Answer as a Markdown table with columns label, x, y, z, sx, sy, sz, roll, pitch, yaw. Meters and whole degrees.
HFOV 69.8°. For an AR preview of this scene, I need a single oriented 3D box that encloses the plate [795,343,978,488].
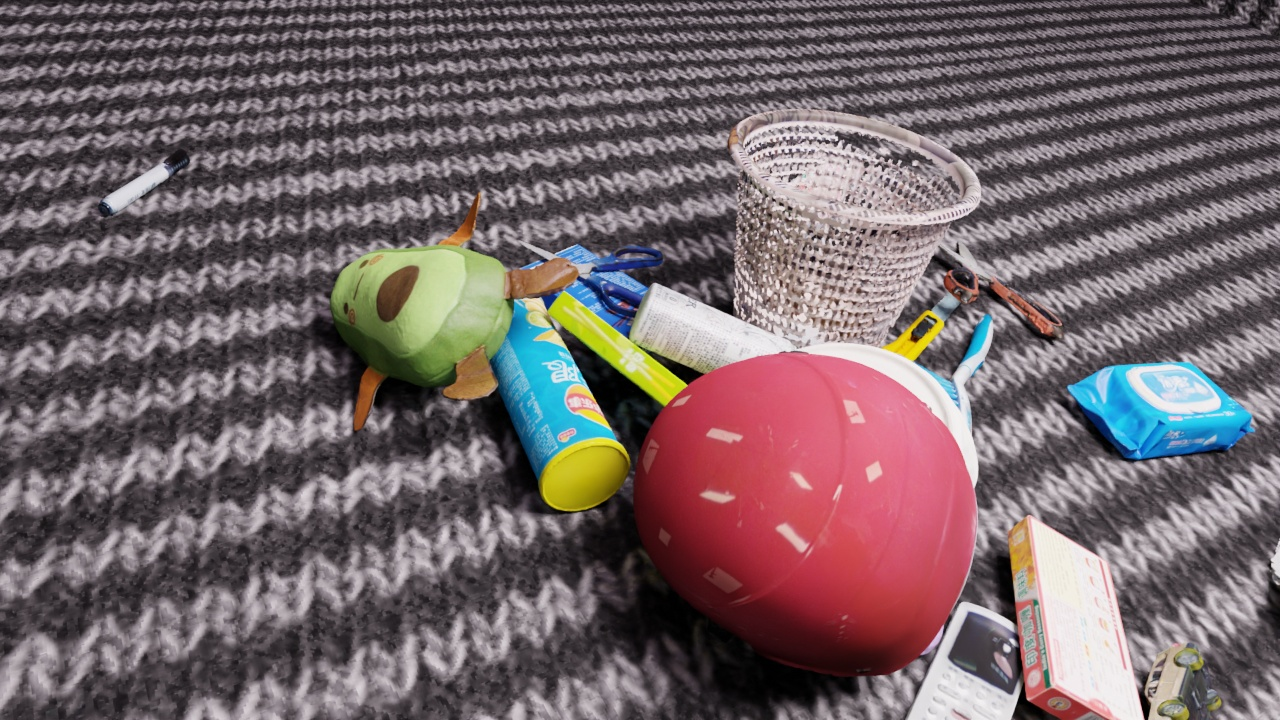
| label | x | y | z | sx | sy | sz | roll | pitch | yaw |
| --- | --- | --- | --- | --- | --- | --- | --- | --- | --- |
| plate | 0.153 | 0.064 | 0.716 | 0.205 | 0.046 | 0.204 | -7 | 48 | 8 |

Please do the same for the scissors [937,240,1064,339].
| label | x | y | z | sx | sy | sz | roll | pitch | yaw |
| --- | --- | --- | --- | --- | --- | --- | --- | --- | --- |
| scissors | 0.386 | -0.091 | 1.033 | 0.189 | 0.015 | 0.225 | 29 | 29 | 7 |

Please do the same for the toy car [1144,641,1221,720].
| label | x | y | z | sx | sy | sz | roll | pitch | yaw |
| --- | --- | --- | --- | --- | --- | --- | --- | --- | --- |
| toy car | 0.362 | 0.232 | 0.618 | 0.090 | 0.035 | 0.042 | -37 | 102 | -44 |

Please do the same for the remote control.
| label | x | y | z | sx | sy | sz | roll | pitch | yaw |
| --- | --- | --- | --- | --- | --- | --- | --- | --- | --- |
| remote control | 0.218 | 0.223 | 0.611 | 0.058 | 0.021 | 0.149 | 28 | 41 | 20 |

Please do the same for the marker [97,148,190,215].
| label | x | y | z | sx | sy | sz | roll | pitch | yaw |
| --- | --- | --- | --- | --- | --- | --- | --- | --- | --- |
| marker | -0.514 | -0.187 | 0.954 | 0.018 | 0.023 | 0.130 | 20 | 37 | 1 |

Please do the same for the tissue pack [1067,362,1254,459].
| label | x | y | z | sx | sy | sz | roll | pitch | yaw |
| --- | --- | --- | --- | --- | --- | --- | --- | --- | --- |
| tissue pack | 0.497 | 0.044 | 0.876 | 0.157 | 0.052 | 0.095 | -4 | 40 | -18 |

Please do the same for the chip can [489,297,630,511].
| label | x | y | z | sx | sy | sz | roll | pitch | yaw |
| --- | --- | --- | --- | --- | --- | --- | --- | --- | --- |
| chip can | -0.079 | 0.024 | 0.751 | 0.071 | 0.071 | 0.210 | -8 | 41 | -22 |

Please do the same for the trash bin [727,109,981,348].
| label | x | y | z | sx | sy | sz | roll | pitch | yaw |
| --- | --- | --- | --- | --- | --- | --- | --- | --- | --- |
| trash bin | 0.178 | -0.106 | 0.870 | 0.227 | 0.192 | 0.227 | 6 | 36 | -5 |

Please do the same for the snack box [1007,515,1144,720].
| label | x | y | z | sx | sy | sz | roll | pitch | yaw |
| --- | --- | --- | --- | --- | --- | --- | --- | --- | --- |
| snack box | 0.307 | 0.188 | 0.653 | 0.077 | 0.027 | 0.155 | 30 | 38 | -6 |

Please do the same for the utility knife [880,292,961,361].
| label | x | y | z | sx | sy | sz | roll | pitch | yaw |
| --- | --- | --- | --- | --- | --- | --- | --- | --- | --- |
| utility knife | 0.288 | -0.030 | 0.951 | 0.033 | 0.015 | 0.218 | 31 | 43 | 22 |

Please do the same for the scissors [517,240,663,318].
| label | x | y | z | sx | sy | sz | roll | pitch | yaw |
| --- | --- | --- | --- | --- | --- | --- | --- | --- | --- |
| scissors | -0.046 | -0.086 | 0.900 | 0.175 | 0.012 | 0.162 | -19 | 47 | -32 |

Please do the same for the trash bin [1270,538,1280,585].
| label | x | y | z | sx | sy | sz | roll | pitch | yaw |
| --- | --- | --- | --- | --- | --- | --- | --- | --- | --- |
| trash bin | 0.653 | 0.151 | 0.657 | 0.252 | 0.230 | 0.228 | 38 | 45 | 22 |

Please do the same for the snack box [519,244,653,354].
| label | x | y | z | sx | sy | sz | roll | pitch | yaw |
| --- | --- | --- | --- | --- | --- | --- | --- | --- | --- |
| snack box | -0.037 | -0.058 | 0.899 | 0.157 | 0.026 | 0.084 | 34 | 44 | 27 |

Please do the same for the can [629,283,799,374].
| label | x | y | z | sx | sy | sz | roll | pitch | yaw |
| --- | --- | --- | --- | --- | --- | --- | --- | --- | --- |
| can | 0.065 | -0.016 | 0.824 | 0.146 | 0.058 | 0.058 | 23 | 38 | -5 |

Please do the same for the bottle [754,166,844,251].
| label | x | y | z | sx | sy | sz | roll | pitch | yaw |
| --- | --- | --- | --- | --- | --- | --- | --- | --- | --- |
| bottle | 0.197 | -0.187 | 1.091 | 0.068 | 0.068 | 0.196 | 24 | 36 | 17 |

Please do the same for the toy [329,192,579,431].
| label | x | y | z | sx | sy | sz | roll | pitch | yaw |
| --- | --- | --- | --- | --- | --- | --- | --- | --- | --- |
| toy | -0.175 | -0.041 | 0.757 | 0.247 | 0.090 | 0.226 | 10 | 64 | 40 |

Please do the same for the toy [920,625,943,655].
| label | x | y | z | sx | sy | sz | roll | pitch | yaw |
| --- | --- | --- | --- | --- | --- | --- | --- | --- | --- |
| toy | 0.160 | 0.172 | 0.640 | 0.108 | 0.039 | 0.083 | 6 | 71 | -5 |

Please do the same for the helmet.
| label | x | y | z | sx | sy | sz | roll | pitch | yaw |
| --- | --- | --- | --- | --- | --- | --- | --- | --- | --- |
| helmet | 0.087 | 0.083 | 0.593 | 0.240 | 0.144 | 0.206 | 12 | 76 | 29 |

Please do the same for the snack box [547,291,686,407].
| label | x | y | z | sx | sy | sz | roll | pitch | yaw |
| --- | --- | --- | --- | --- | --- | --- | --- | --- | --- |
| snack box | -0.005 | 0.005 | 0.778 | 0.156 | 0.086 | 0.026 | 38 | 89 | 25 |

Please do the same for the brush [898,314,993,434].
| label | x | y | z | sx | sy | sz | roll | pitch | yaw |
| --- | --- | --- | --- | --- | --- | --- | --- | --- | --- |
| brush | 0.282 | 0.021 | 0.861 | 0.109 | 0.061 | 0.313 | 21 | 36 | 4 |
